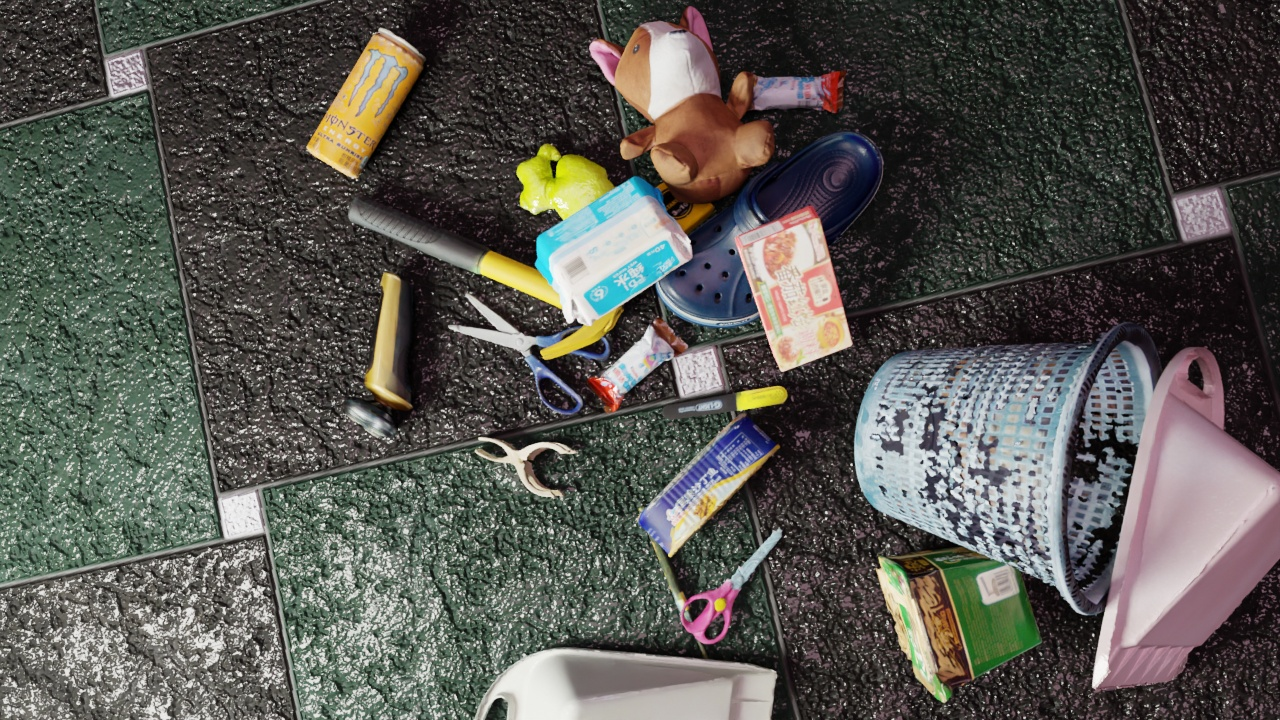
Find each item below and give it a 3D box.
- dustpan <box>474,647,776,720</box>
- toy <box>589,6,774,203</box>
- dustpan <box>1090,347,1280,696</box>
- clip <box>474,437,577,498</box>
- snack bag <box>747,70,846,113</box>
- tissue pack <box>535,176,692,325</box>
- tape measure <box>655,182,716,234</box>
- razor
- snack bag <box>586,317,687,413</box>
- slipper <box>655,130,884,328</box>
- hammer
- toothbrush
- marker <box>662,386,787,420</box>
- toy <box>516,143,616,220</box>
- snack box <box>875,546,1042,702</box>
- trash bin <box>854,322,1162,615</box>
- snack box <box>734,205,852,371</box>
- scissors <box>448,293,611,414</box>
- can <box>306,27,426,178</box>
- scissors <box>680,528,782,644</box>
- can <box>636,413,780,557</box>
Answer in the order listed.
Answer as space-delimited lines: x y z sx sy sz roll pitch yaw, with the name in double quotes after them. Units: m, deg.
-0.025 0.386 0.891 0.257 0.143 0.222 6 90 -20 "dustpan"
0.038 -0.250 0.872 0.140 0.131 0.199 -15 64 -10 "toy"
0.450 0.136 0.784 0.274 0.222 0.139 -55 47 13 "dustpan"
-0.107 0.091 0.914 0.102 0.035 0.094 42 96 15 "clip"
0.149 -0.266 0.909 0.104 0.026 0.048 5 75 6 "snack bag"
-0.026 -0.101 0.855 0.140 0.063 0.090 -33 55 3 "tissue pack"
0.035 -0.149 0.913 0.060 0.029 0.057 -41 79 -15 "tape measure"
-0.259 -0.006 0.927 0.067 0.062 0.167 8 81 -23 "razor"
-0.005 0.005 0.909 0.105 0.026 0.045 -42 98 0 "snack bag"
0.130 -0.124 0.871 0.253 0.095 0.105 -38 81 -1 "slipper"
-0.158 -0.099 0.926 0.301 0.033 0.128 23 79 9 "hammer"
0.034 0.231 0.899 0.017 0.012 0.185 -24 84 15 "toothbrush"
0.082 0.042 0.903 0.124 0.015 0.018 -9 82 7 "marker"
-0.074 -0.176 0.926 0.100 0.031 0.096 -8 84 6 "toy"
0.286 0.220 0.821 0.105 0.117 0.118 -18 87 0 "snack box"
0.300 0.074 0.770 0.195 0.226 0.226 8 87 45 "trash bin"
0.144 -0.063 0.849 0.075 0.025 0.153 -21 128 5 "snack box"
-0.107 -0.018 0.930 0.155 0.012 0.166 -28 84 5 "scissors"
-0.280 -0.262 0.941 0.058 0.058 0.146 31 90 7 "can"
0.093 0.215 0.888 0.054 0.017 0.133 43 85 -9 "scissors"
0.064 0.118 0.872 0.148 0.074 0.049 -45 79 1 "can"
